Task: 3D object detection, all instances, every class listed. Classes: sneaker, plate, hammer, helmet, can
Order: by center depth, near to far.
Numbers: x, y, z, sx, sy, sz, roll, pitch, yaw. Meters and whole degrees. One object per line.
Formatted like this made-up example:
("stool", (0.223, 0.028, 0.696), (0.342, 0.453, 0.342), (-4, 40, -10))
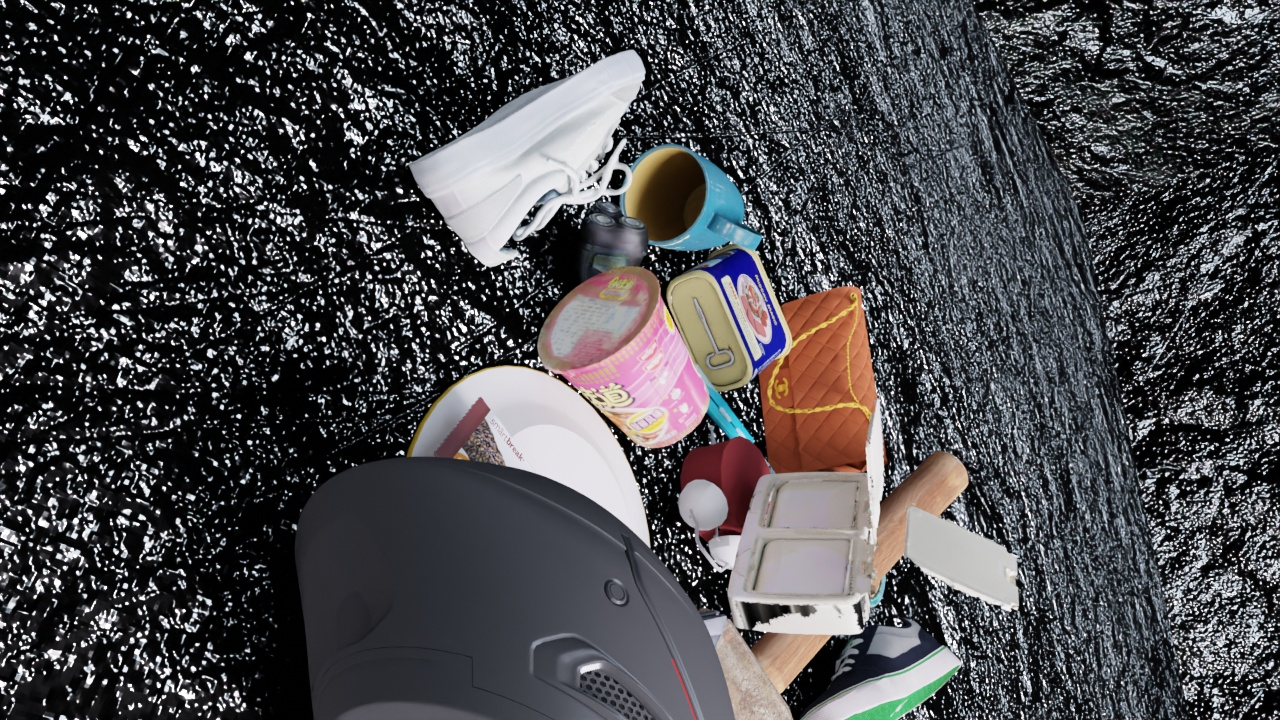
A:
("helmet", (-0.052, 0.149, 0.435), (0.264, 0.165, 0.169), (42, 26, -6))
("plate", (-0.057, 0.112, 0.590), (0.229, 0.021, 0.229), (29, 52, -45))
("sneaker", (-0.061, -0.148, 0.661), (0.241, 0.090, 0.091), (-49, 120, -45))
("hammer", (0.169, 0.182, 0.737), (0.300, 0.037, 0.158), (-41, 111, -22))
("can", (0.080, -0.038, 0.826), (0.092, 0.057, 0.116), (-34, 103, -54))
("sneaker", (0.202, 0.290, 0.837), (0.234, 0.084, 0.079), (-2, 40, -47))

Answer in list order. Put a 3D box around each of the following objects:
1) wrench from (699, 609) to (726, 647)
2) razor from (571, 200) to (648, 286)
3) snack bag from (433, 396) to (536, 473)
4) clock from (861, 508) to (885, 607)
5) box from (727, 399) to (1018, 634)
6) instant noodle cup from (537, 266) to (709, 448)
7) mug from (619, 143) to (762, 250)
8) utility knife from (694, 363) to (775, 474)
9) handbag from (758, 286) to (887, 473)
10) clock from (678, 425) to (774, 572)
("wrench", (0.051, 0.263, 0.638), (0.073, 0.022, 0.273), (-26, 107, -24))
("razor", (-0.007, -0.048, 0.702), (0.053, 0.067, 0.151), (-72, 141, -57))
("snack bag", (-0.064, 0.098, 0.553), (0.158, 0.013, 0.056), (57, 35, -19))
("clock", (0.154, 0.173, 0.813), (0.157, 0.073, 0.121), (-11, 82, -59))
("box", (0.157, 0.101, 0.639), (0.143, 0.193, 0.106), (-65, 145, -54))
("instant noodle cup", (-0.004, 0.004, 0.662), (0.108, 0.098, 0.097), (53, 37, -37))
("mug", (0.054, -0.127, 0.794), (0.112, 0.084, 0.104), (35, 15, 24))
("utility knife", (0.083, 0.058, 0.819), (0.151, 0.015, 0.022), (48, 70, -31))
("handbag", (0.169, 0.023, 0.874), (0.060, 0.109, 0.171), (24, 56, -48))
("clock", (0.069, 0.114, 0.748), (0.087, 0.044, 0.124), (54, 37, -24))
